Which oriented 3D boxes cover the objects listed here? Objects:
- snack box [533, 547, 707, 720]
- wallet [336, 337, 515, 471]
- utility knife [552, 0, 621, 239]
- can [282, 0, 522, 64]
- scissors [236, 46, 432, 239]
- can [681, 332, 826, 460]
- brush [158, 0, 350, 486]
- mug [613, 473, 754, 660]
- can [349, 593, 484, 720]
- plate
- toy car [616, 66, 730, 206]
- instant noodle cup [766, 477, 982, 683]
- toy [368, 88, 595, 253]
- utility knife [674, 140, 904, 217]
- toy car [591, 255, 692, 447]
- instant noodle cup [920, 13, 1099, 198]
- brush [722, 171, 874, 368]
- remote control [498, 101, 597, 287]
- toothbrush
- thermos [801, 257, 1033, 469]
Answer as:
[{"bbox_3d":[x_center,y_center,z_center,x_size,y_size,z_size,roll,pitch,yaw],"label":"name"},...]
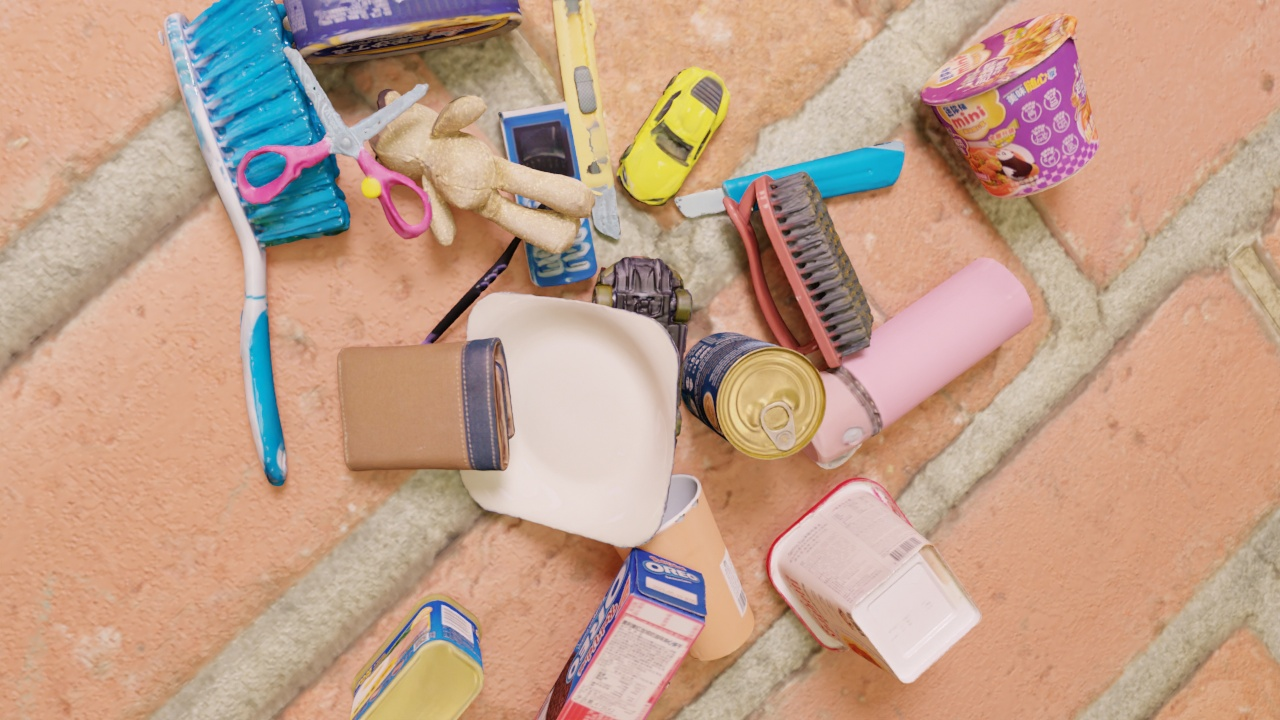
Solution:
[{"bbox_3d":[-0.023,0.229,0.642,0.058,0.057,0.208,24,113,-8],"label":"snack box"},{"bbox_3d":[-0.146,0.032,0.624,0.115,0.033,0.090,-3,96,9],"label":"wallet"},{"bbox_3d":[-0.037,-0.177,0.653,0.031,0.019,0.183,-10,103,-6],"label":"utility knife"},{"bbox_3d":[-0.150,-0.228,0.585,0.148,0.075,0.049,-17,102,-21],"label":"can"},{"bbox_3d":[-0.183,-0.128,0.563,0.134,0.017,0.133,-29,106,0],"label":"scissors"},{"bbox_3d":[0.075,0.021,0.650,0.075,0.111,0.075,-2,98,-11],"label":"can"},{"bbox_3d":[-0.240,-0.076,0.601,0.109,0.060,0.314,-16,102,-5],"label":"brush"},{"bbox_3d":[0.034,0.155,0.677,0.078,0.078,0.123,-30,107,-8],"label":"mug"},{"bbox_3d":[-0.155,0.224,0.635,0.057,0.083,0.102,41,86,-14],"label":"can"},{"bbox_3d":[-0.047,0.037,0.632,0.164,0.034,0.164,12,105,22],"label":"plate"},{"bbox_3d":[0.025,-0.160,0.658,0.048,0.032,0.105,33,90,-15],"label":"toy car"},{"bbox_3d":[0.174,0.165,0.681,0.116,0.124,0.116,-39,103,-6],"label":"instant noodle cup"},{"bbox_3d":[-0.105,-0.122,0.600,0.157,0.066,0.105,26,128,8],"label":"toy"},{"bbox_3d":[0.113,-0.132,0.687,0.182,0.018,0.034,-13,116,-10],"label":"utility knife"},{"bbox_3d":[-0.004,0.004,0.664,0.070,0.042,0.158,2,99,-12],"label":"toy car"},{"bbox_3d":[0.279,-0.182,0.678,0.111,0.111,0.099,-36,111,-7],"label":"instant noodle cup"},{"bbox_3d":[0.114,-0.067,0.670,0.069,0.063,0.146,-19,110,25],"label":"brush"},{"bbox_3d":[-0.065,-0.116,0.646,0.049,0.024,0.125,-12,100,-11],"label":"remote control"},{"bbox_3d":[-0.109,-0.050,0.633,0.189,0.014,0.017,-46,72,7],"label":"toothbrush"},{"bbox_3d":[0.203,0.009,0.704,0.198,0.067,0.087,-36,132,-7],"label":"thermos"}]
